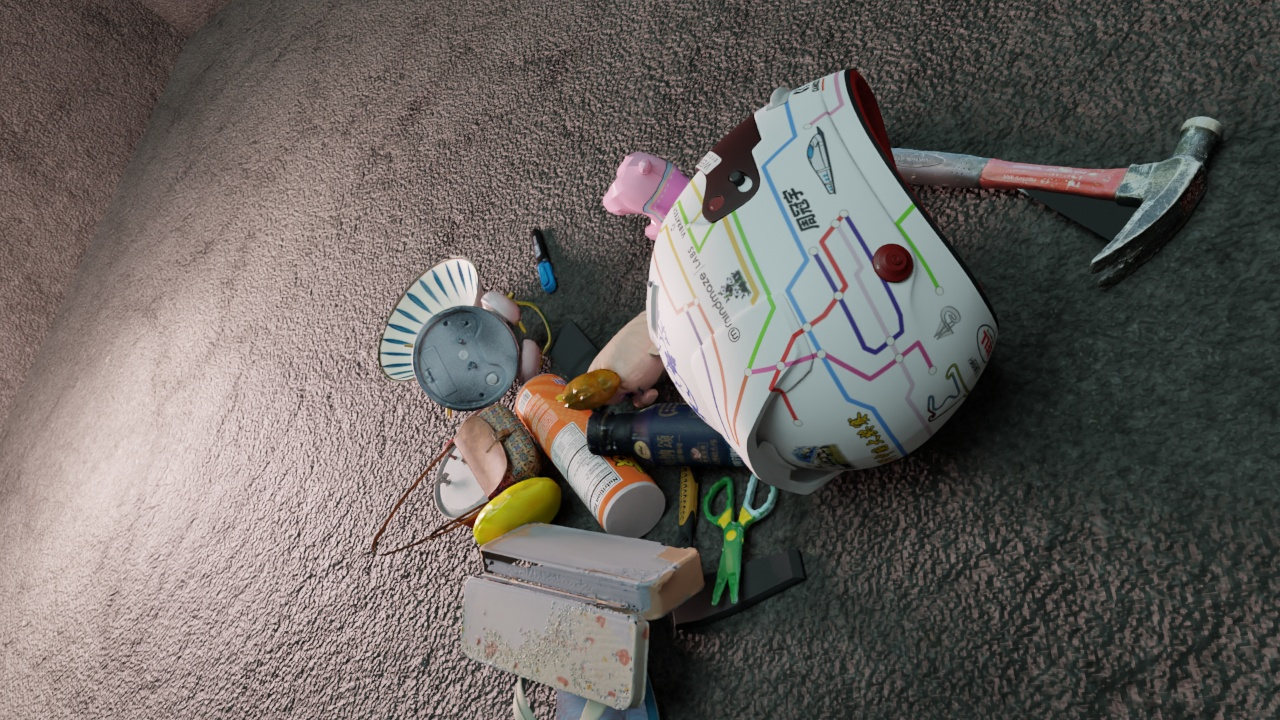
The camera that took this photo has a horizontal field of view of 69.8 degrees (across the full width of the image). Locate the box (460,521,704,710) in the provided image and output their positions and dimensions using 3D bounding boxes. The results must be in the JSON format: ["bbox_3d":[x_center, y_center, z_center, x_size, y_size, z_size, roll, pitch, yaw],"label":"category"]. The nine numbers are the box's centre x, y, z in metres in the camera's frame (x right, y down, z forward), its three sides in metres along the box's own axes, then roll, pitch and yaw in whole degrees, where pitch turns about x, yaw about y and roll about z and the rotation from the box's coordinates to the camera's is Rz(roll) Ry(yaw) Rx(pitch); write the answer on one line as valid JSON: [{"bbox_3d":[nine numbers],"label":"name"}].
[{"bbox_3d":[-0.055,0.210,0.776,0.218,0.094,0.120,0,18,43],"label":"box"}]

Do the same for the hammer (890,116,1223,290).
[{"bbox_3d":[0.290,-0.150,0.776,0.326,0.036,0.140,21,77,48],"label":"hammer"}]

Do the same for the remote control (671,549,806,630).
[{"bbox_3d":[0.077,0.187,0.753,0.125,0.010,0.039,-28,47,25],"label":"remote control"}]

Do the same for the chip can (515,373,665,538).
[{"bbox_3d":[-0.055,0.089,0.899,0.062,0.062,0.210,-50,42,3],"label":"chip can"}]

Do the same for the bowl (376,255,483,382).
[{"bbox_3d":[-0.243,-0.038,1.149,0.178,0.071,0.177,-23,49,29],"label":"bowl"}]

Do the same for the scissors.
[{"bbox_3d":[0.087,0.146,0.761,0.078,0.013,0.131,-25,40,26],"label":"scissors"}]

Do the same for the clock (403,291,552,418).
[{"bbox_3d":[-0.176,-0.012,1.031,0.158,0.117,0.059,-28,4,1],"label":"clock"}]

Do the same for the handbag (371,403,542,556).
[{"bbox_3d":[-0.194,0.126,0.919,0.195,0.043,0.093,-37,58,-3],"label":"handbag"}]

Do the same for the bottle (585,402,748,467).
[{"bbox_3d":[0.032,0.065,0.811,0.161,0.056,0.056,-1,60,19],"label":"bottle"}]

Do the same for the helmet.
[{"bbox_3d":[0.120,-0.058,0.713,0.236,0.231,0.314,-27,54,17],"label":"helmet"}]

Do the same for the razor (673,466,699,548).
[{"bbox_3d":[0.041,0.125,0.819,0.044,0.021,0.143,-31,44,48],"label":"razor"}]

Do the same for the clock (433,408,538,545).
[{"bbox_3d":[-0.175,0.110,0.994,0.110,0.062,0.156,-39,43,15],"label":"clock"}]

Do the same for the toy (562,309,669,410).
[{"bbox_3d":[-0.005,0.005,0.869,0.175,0.076,0.133,-36,-3,-41],"label":"toy"}]

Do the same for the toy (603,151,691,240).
[{"bbox_3d":[0.039,-0.171,0.961,0.158,0.123,0.067,1,62,60],"label":"toy"}]

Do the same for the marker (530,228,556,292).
[{"bbox_3d":[-0.123,-0.127,1.145,0.018,0.015,0.123,-38,42,17],"label":"marker"}]

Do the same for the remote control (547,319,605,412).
[{"bbox_3d":[-0.065,0.002,1.000,0.045,0.021,0.140,-48,40,4],"label":"remote control"}]

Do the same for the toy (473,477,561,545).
[{"bbox_3d":[-0.119,0.150,0.896,0.095,0.094,0.041,-35,63,-12],"label":"toy"}]

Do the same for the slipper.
[{"bbox_3d":[-0.049,0.275,0.770,0.118,0.060,0.294,-30,45,18],"label":"slipper"}]
